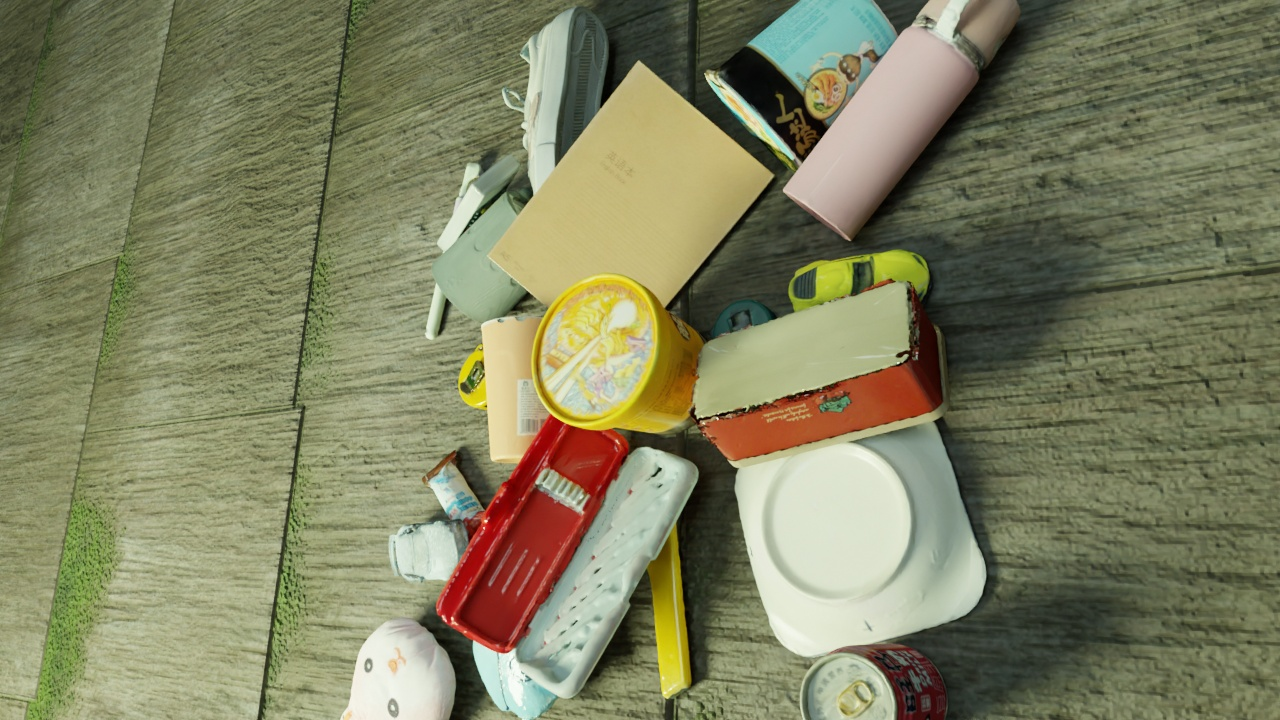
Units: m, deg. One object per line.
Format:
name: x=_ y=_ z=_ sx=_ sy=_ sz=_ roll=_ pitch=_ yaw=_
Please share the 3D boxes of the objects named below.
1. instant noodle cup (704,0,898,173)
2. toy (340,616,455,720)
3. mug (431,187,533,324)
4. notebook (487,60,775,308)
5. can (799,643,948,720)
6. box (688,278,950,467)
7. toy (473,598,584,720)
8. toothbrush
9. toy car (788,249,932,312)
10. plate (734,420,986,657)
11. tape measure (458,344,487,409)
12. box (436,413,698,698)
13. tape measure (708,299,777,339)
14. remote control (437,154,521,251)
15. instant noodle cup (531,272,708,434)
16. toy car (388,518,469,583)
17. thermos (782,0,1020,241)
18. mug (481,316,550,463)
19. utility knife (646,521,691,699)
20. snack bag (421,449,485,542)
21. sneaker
instant noodle cup: x=0.129 y=-0.225 z=0.708 sx=0.120 sy=0.111 sz=0.111 roll=-44 pitch=56 yaw=10
toy: x=-0.225 y=0.314 z=0.833 sx=0.121 sy=0.054 sz=0.160 roll=40 pitch=109 yaw=36
mug: x=-0.135 y=-0.107 z=0.879 sx=0.103 sy=0.083 sz=0.123 roll=-42 pitch=32 yaw=17
notebook: x=-0.012 y=-0.121 z=0.779 sx=0.149 sy=0.012 sz=0.212 roll=40 pitch=103 yaw=1
can: x=0.145 y=0.211 z=0.570 sx=0.067 sy=0.093 sz=0.066 roll=-11 pitch=70 yaw=33
box: x=0.119 y=0.005 z=0.643 sx=0.169 sy=0.077 sz=0.091 roll=-18 pitch=40 yaw=29
toy: x=-0.103 y=0.226 z=0.771 sx=0.162 sy=0.049 sz=0.156 roll=-5 pitch=72 yaw=39
toothbrush: x=-0.195 y=-0.114 z=0.954 sx=0.029 sy=0.020 sz=0.189 roll=2 pitch=77 yaw=64
toy car: x=0.160 y=-0.056 z=0.677 sx=0.105 sy=0.032 sz=0.048 roll=-5 pitch=73 yaw=33
plate: x=0.141 y=0.113 z=0.640 sx=0.165 sy=0.034 sz=0.163 roll=-26 pitch=62 yaw=27
tape measure: x=-0.149 y=0.018 z=0.876 sx=0.060 sy=0.029 sz=0.057 roll=43 pitch=103 yaw=36
box: x=-0.056 y=0.146 z=0.727 sx=0.160 sy=0.065 sz=0.200 roll=22 pitch=73 yaw=28
tape measure: x=0.082 y=-0.021 z=0.726 sx=0.058 sy=0.025 sz=0.054 roll=-24 pitch=65 yaw=27
remote control: x=-0.156 y=-0.148 z=0.880 sx=0.056 sy=0.019 sz=0.135 roll=-48 pitch=7 yaw=-32
instant noodle cup: x=-0.004 y=0.004 z=0.723 sx=0.119 sy=0.114 sz=0.118 roll=-11 pitch=70 yaw=33
toy car: x=-0.194 y=0.175 z=0.840 sx=0.121 sy=0.036 sz=0.054 roll=-17 pitch=79 yaw=48
thermos: x=0.187 y=-0.185 z=0.661 sx=0.067 sy=0.087 sz=0.199 roll=41 pitch=103 yaw=15
mug: x=-0.102 y=0.028 z=0.815 sx=0.078 sy=0.078 sz=0.122 roll=-9 pitch=76 yaw=33
utility knife: x=0.020 y=0.183 z=0.717 sx=0.033 sy=0.015 sz=0.153 roll=-19 pitch=67 yaw=37
snack bag: x=-0.171 y=0.132 z=0.861 sx=0.048 sy=0.026 sz=0.104 roll=-43 pitch=56 yaw=8
sneaker: x=-0.085 y=-0.211 z=0.860 sx=0.091 sy=0.089 sz=0.242 roll=-11 pitch=70 yaw=35
